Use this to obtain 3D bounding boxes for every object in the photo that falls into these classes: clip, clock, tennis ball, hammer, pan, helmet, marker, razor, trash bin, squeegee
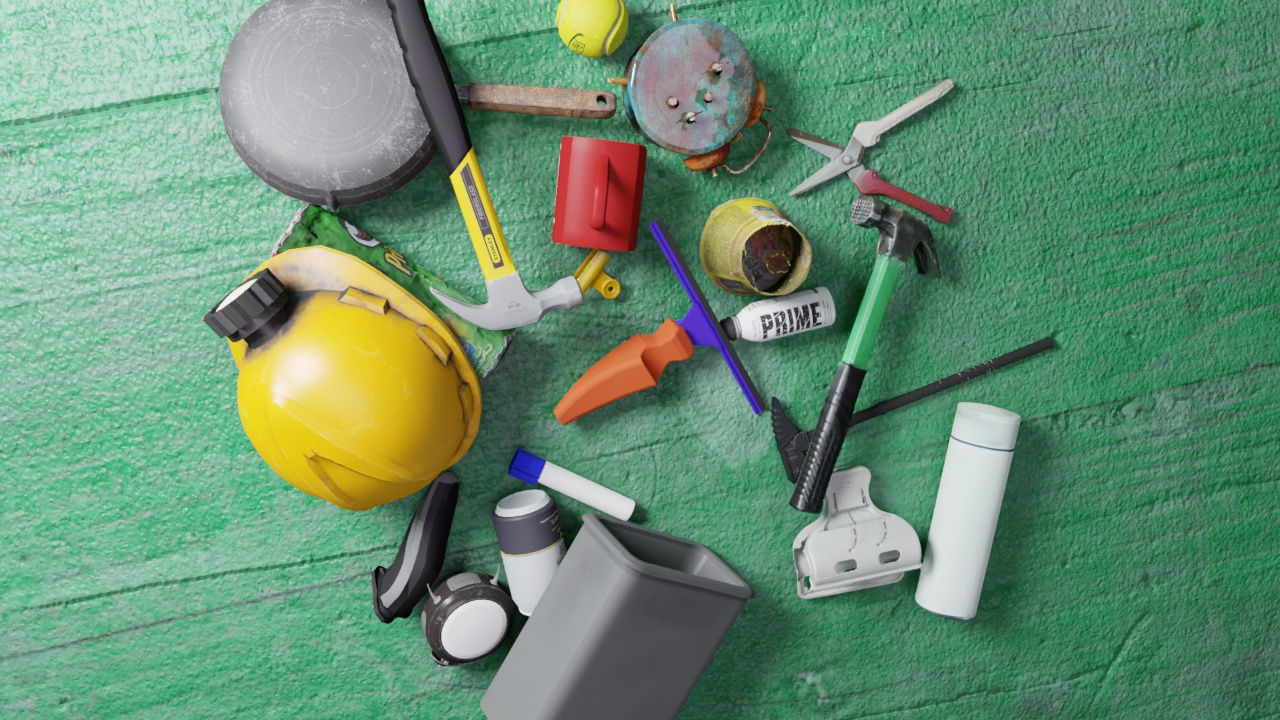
[{"bbox_3d":[-0.044,-0.081,0.906,0.046,0.048,0.054,36,93,28],"label":"clip"},{"bbox_3d":[0.058,-0.244,0.863,0.157,0.073,0.121,39,92,-15],"label":"clock"},{"bbox_3d":[-0.043,-0.310,0.836,0.065,0.065,0.065,-2,101,-9],"label":"tennis ball"},{"bbox_3d":[0.218,0.004,0.931,0.130,0.032,0.319,13,98,-36],"label":"hammer"},{"bbox_3d":[0.229,0.189,0.974,0.126,0.110,0.151,-9,112,-10],"label":"clip"},{"bbox_3d":[-0.192,-0.237,0.810,0.357,0.040,0.207,0,85,-4],"label":"pan"},{"bbox_3d":[-0.263,0.041,0.797,0.206,0.131,0.255,-28,116,19],"label":"helmet"},{"bbox_3d":[-0.070,0.129,0.938,0.133,0.023,0.027,26,54,-13],"label":"marker"},{"bbox_3d":[-0.218,0.184,0.914,0.060,0.057,0.156,33,95,18],"label":"razor"},{"bbox_3d":[0.295,0.030,0.985,0.325,0.015,0.095,-21,103,-6],"label":"hammer"},{"bbox_3d":[-0.172,0.266,0.927,0.091,0.044,0.123,-12,114,-24],"label":"clock"},{"bbox_3d":[-0.021,0.282,0.908,0.191,0.097,0.220,25,98,-41],"label":"trash bin"},{"bbox_3d":[-0.156,-0.178,0.789,0.127,0.029,0.324,-20,107,-9],"label":"hammer"},{"bbox_3d":[-0.005,0.005,0.910,0.185,0.055,0.250,-34,122,-2],"label":"squeegee"}]

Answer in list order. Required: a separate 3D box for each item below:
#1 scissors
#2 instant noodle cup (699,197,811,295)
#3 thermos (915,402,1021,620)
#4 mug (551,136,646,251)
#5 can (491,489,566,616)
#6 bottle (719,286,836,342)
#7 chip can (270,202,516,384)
[{"bbox_3d":[0.248,-0.215,0.929,0.199,0.015,0.179,27,97,-12],"label":"scissors"},{"bbox_3d":[0.114,-0.104,0.880,0.102,0.108,0.102,-2,103,-8],"label":"instant noodle cup"},{"bbox_3d":[0.353,0.162,0.993,0.068,0.068,0.230,8,100,-11],"label":"thermos"},{"bbox_3d":[-0.037,-0.153,0.842,0.080,0.116,0.096,6,100,-6],"label":"mug"},{"bbox_3d":[-0.106,0.199,0.926,0.064,0.064,0.127,-13,103,-7],"label":"can"},{"bbox_3d":[0.137,-0.043,0.931,0.116,0.041,0.041,-14,103,-6],"label":"bottle"},{"bbox_3d":[-0.224,-0.059,0.852,0.223,0.075,0.075,31,94,-13],"label":"chip can"}]
